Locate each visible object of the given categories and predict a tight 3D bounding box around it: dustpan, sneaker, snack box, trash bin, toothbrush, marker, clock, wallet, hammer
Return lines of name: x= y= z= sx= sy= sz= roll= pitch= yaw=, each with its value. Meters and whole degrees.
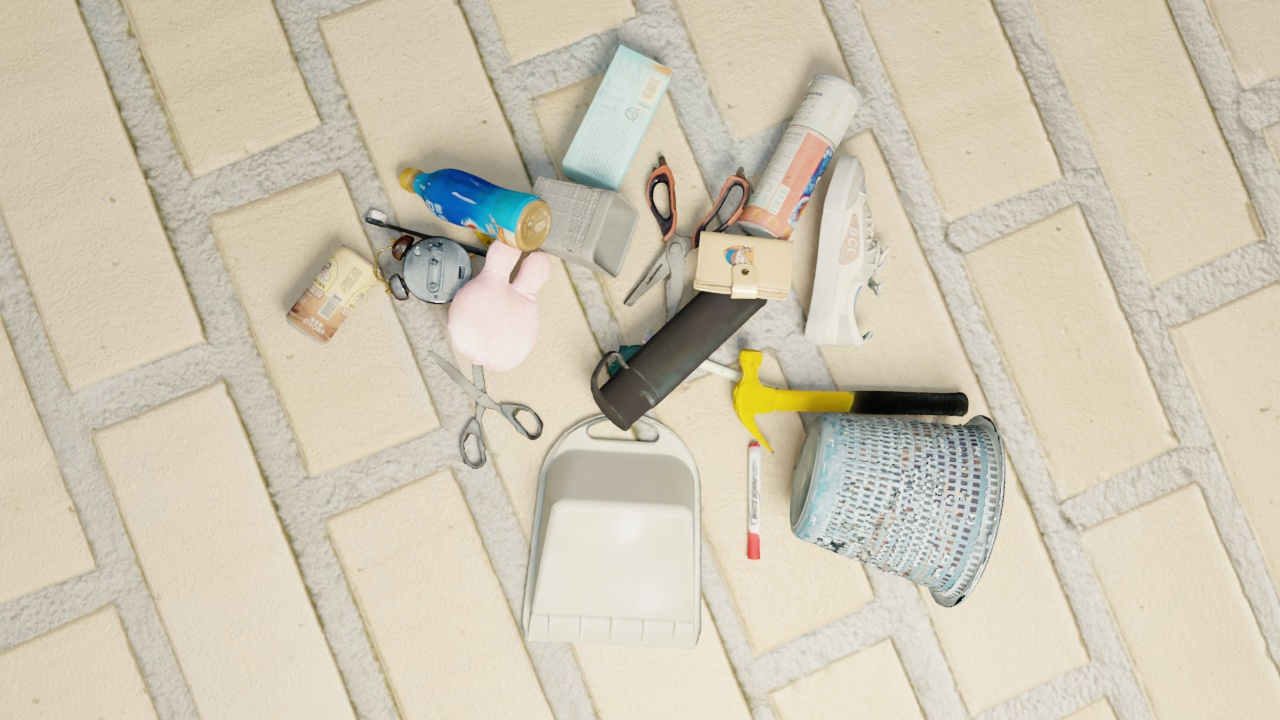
dustpan: x=-0.027 y=0.209 z=1.151 sx=0.222 sy=0.142 sz=0.258 roll=4 pitch=116 yaw=-3
sneaker: x=0.267 y=-0.134 z=1.141 sx=0.091 sy=0.089 sz=0.242 roll=9 pitch=90 yaw=12
snack box: x=-0.029 y=-0.300 z=1.154 sx=0.074 sy=0.051 sz=0.174 roll=26 pitch=85 yaw=-1
trash bin: x=0.285 y=0.152 z=1.070 sx=0.195 sy=0.226 sz=0.226 roll=13 pitch=86 yaw=2
toothbrush: x=-0.256 y=-0.155 z=1.152 sx=0.181 sy=0.016 sz=0.018 roll=18 pitch=77 yaw=-2
marker: x=0.144 y=0.178 z=1.158 sx=0.017 sy=0.017 sz=0.145 roll=1 pitch=87 yaw=-3
clock: x=-0.262 y=-0.110 z=1.119 sx=0.122 sy=0.055 sz=0.082 roll=6 pitch=89 yaw=-17
wallet: x=0.124 y=-0.113 z=1.103 sx=0.115 sy=0.024 sz=0.087 roll=7 pitch=66 yaw=2
hammer: x=0.264 y=0.053 z=1.155 sx=0.300 sy=0.033 sz=0.129 roll=1 pitch=100 yaw=-6
toothbrush: x=0.091 y=0.007 z=1.162 sx=0.189 sy=0.020 sz=0.029 roll=23 pitch=42 yaw=-3

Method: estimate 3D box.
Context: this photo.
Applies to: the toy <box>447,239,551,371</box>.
toy: x=-0.167 y=-0.067 z=1.118 sx=0.121 sy=0.054 sz=0.159 roll=25 pitch=89 yaw=-36

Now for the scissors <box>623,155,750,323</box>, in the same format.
scissors: x=0.053 y=-0.158 z=1.151 sx=0.189 sy=0.015 sz=0.227 roll=-15 pitch=81 yaw=15

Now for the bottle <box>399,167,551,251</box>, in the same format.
bottle: x=-0.205 y=-0.190 z=1.094 sx=0.219 sy=0.065 sz=0.065 roll=24 pitch=85 yaw=30

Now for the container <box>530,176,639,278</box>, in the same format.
container: x=-0.078 y=-0.164 z=1.113 sx=0.114 sy=0.090 sz=0.090 roll=19 pitch=86 yaw=21

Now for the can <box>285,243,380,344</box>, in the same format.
can: x=-0.375 y=-0.080 z=1.119 sx=0.058 sy=0.058 sz=0.116 roll=36 pitch=86 yaw=-1

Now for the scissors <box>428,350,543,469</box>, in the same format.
scissors: x=-0.199 y=0.052 z=1.148 sx=0.180 sy=0.014 sz=0.159 roll=25 pitch=84 yaw=0

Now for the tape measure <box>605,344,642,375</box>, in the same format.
tape measure: x=-0.007 y=0.007 z=1.153 sx=0.058 sy=0.025 sz=0.054 roll=30 pitch=87 yaw=-2

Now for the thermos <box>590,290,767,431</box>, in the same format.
thermos: x=0.044 y=-0.024 z=1.108 sx=0.242 sy=0.068 sz=0.090 roll=-42 pitch=119 yaw=-16

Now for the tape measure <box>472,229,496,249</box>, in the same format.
tape measure: x=-0.187 y=-0.175 z=1.150 sx=0.057 sy=0.029 sz=0.060 roll=-37 pitch=90 yaw=-5

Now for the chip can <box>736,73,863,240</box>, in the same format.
chip can: x=0.199 y=-0.249 z=1.155 sx=0.071 sy=0.071 sz=0.214 roll=29 pitch=86 yaw=-2
